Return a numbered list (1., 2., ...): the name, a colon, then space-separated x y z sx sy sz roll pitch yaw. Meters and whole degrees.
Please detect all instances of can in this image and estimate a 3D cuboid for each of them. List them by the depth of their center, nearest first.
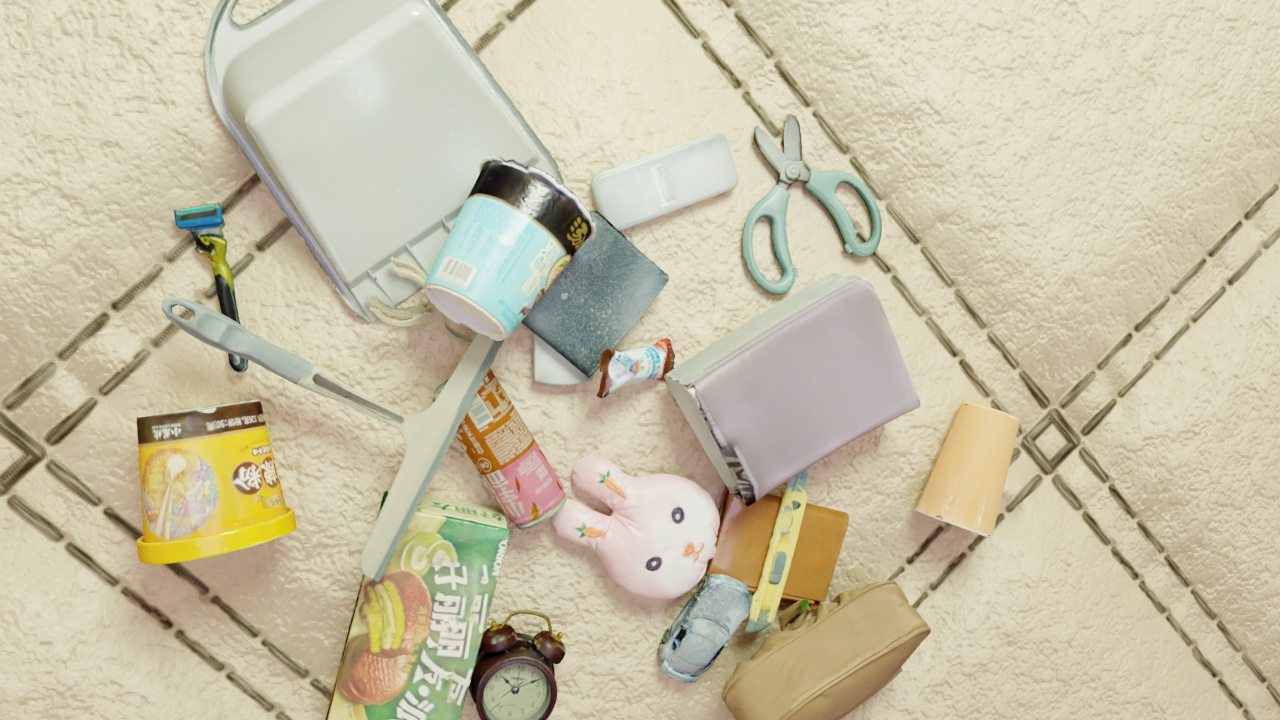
1. can: -0.125 0.077 0.822 0.058 0.058 0.147 -32 103 -7

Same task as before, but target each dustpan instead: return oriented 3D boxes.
1. dustpan: -0.232 -0.211 0.784 0.222 0.142 0.258 -35 133 -6

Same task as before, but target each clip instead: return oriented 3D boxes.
1. clip: -0.180 -0.057 0.792 0.104 0.035 0.089 7 111 -23

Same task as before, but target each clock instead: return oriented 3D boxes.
1. clock: -0.115 0.290 0.855 0.082 0.055 0.122 14 93 -14

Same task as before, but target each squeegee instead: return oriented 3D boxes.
1. squeegee: -0.266 0.015 0.746 0.246 0.039 0.246 29 77 -15

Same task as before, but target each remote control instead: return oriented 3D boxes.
1. remote control: -0.070 -0.045 0.838 0.056 0.019 0.135 -1 98 -13
2. remote control: 0.023 -0.164 0.843 0.136 0.020 0.056 -22 103 -10

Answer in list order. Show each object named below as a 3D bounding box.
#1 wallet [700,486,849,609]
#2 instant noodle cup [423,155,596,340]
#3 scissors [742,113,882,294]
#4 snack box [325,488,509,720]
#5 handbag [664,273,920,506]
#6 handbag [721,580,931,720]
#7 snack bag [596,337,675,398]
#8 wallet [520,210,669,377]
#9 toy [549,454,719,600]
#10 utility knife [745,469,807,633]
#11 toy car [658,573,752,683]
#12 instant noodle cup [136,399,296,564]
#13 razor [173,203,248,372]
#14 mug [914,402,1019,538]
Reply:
1. wallet: 0.133 0.188 0.911 0.131 0.031 0.108 14 92 -13
2. instant noodle cup: -0.112 -0.084 0.748 0.111 0.111 0.120 33 73 -15
3. scissors: 0.169 -0.150 0.880 0.176 0.019 0.174 0 96 -12
4. snack box: -0.203 0.243 0.824 0.114 0.063 0.240 15 93 -16
5. handbag: 0.143 0.026 0.857 0.197 0.098 0.145 -30 102 -9
6. handbag: 0.176 0.293 0.892 0.204 0.099 0.148 -28 147 -9
7. snack bag: -0.005 0.005 0.837 0.105 0.026 0.045 -13 117 -50
8. wallet: -0.044 -0.060 0.822 0.097 0.019 0.120 41 85 -14
9. toy: -0.003 0.157 0.867 0.159 0.054 0.121 24 91 -7
10. utility knife: 0.135 0.182 0.891 0.031 0.019 0.175 14 86 -20
11. toy car: 0.062 0.260 0.888 0.054 0.036 0.121 26 111 -9
12. instant noodle cup: -0.351 0.095 0.748 0.118 0.118 0.114 -8 91 -12
13. razor: -0.350 -0.059 0.771 0.043 0.022 0.143 -6 103 15
14. mug: 0.335 0.108 0.927 0.078 0.078 0.122 21 87 -15
